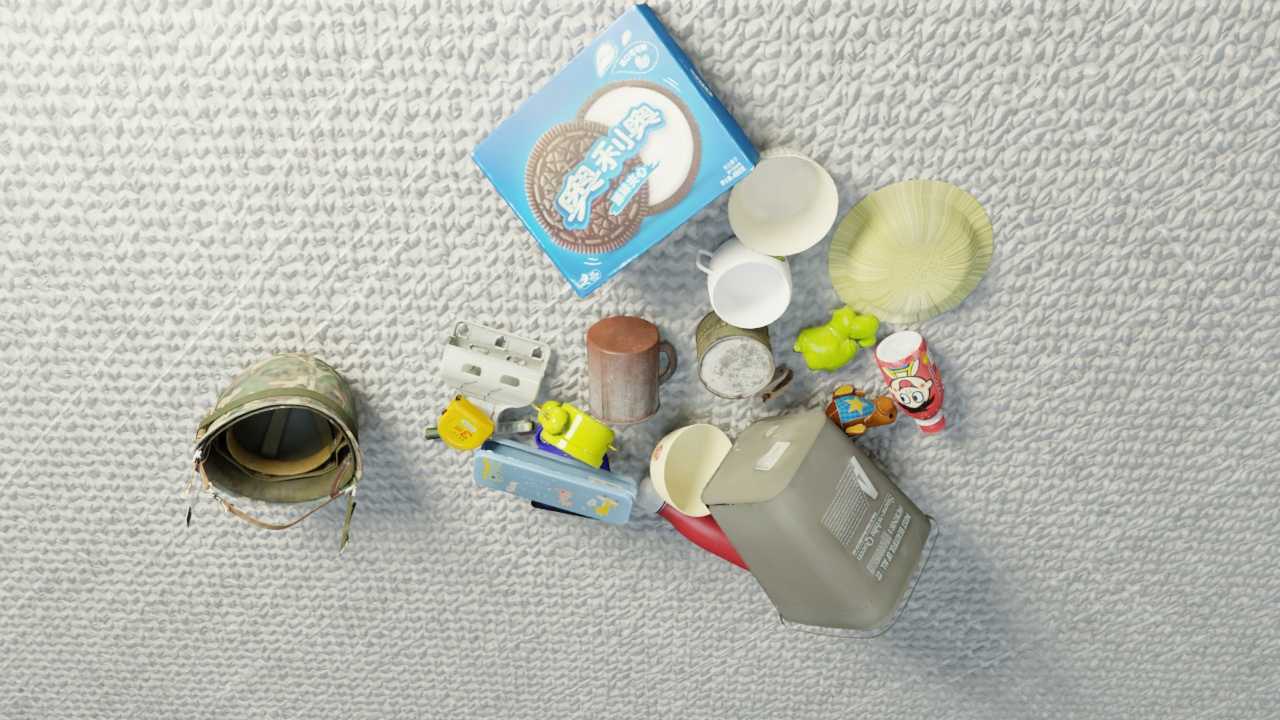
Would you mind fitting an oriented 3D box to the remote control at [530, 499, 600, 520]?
[{"bbox_3d":[-0.093,0.207,1.292,0.124,0.011,0.028,12,124,-5],"label":"remote control"}]

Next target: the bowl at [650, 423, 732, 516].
[{"bbox_3d":[0.056,0.139,1.195,0.118,0.117,0.074,47,157,-25],"label":"bowl"}]

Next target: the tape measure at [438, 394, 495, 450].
[{"bbox_3d":[-0.218,0.082,1.135,0.068,0.030,0.059,40,119,-18],"label":"tape measure"}]

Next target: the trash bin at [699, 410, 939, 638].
[{"bbox_3d":[0.215,0.196,1.151,0.220,0.196,0.198,50,147,-19],"label":"trash bin"}]

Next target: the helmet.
[{"bbox_3d":[-0.435,0.115,1.110,0.192,0.236,0.225,18,121,-28],"label":"helmet"}]

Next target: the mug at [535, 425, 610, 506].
[{"bbox_3d":[-0.096,0.129,1.205,0.084,0.079,0.111,-16,100,13],"label":"mug"}]

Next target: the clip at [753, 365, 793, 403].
[{"bbox_3d":[0.170,0.033,1.154,0.061,0.025,0.049,-15,124,14],"label":"clip"}]

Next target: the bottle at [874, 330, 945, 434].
[{"bbox_3d":[0.338,0.033,1.123,0.062,0.061,0.137,-23,119,17],"label":"bottle"}]

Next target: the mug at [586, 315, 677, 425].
[{"bbox_3d":[-0.007,0.007,1.114,0.122,0.096,0.110,-21,134,-27],"label":"mug"}]

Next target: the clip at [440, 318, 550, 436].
[{"bbox_3d":[-0.191,0.032,1.143,0.125,0.089,0.151,18,113,-7],"label":"clip"}]

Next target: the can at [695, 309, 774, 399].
[{"bbox_3d":[0.112,-0.011,1.096,0.090,0.074,0.090,0,124,0],"label":"can"}]

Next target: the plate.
[{"bbox_3d":[0.309,-0.111,1.039,0.184,0.036,0.185,1,125,2],"label":"plate"}]

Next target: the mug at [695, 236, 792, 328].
[{"bbox_3d":[0.114,-0.095,1.041,0.115,0.068,0.094,23,122,-13],"label":"mug"}]

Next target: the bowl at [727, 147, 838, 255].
[{"bbox_3d":[0.150,-0.178,0.985,0.115,0.062,0.115,1,125,2],"label":"bowl"}]

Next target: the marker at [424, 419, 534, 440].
[{"bbox_3d":[-0.214,0.092,1.216,0.146,0.017,0.017,-5,124,6],"label":"marker"}]

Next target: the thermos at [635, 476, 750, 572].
[{"bbox_3d":[0.100,0.225,1.259,0.240,0.073,0.073,28,121,-15],"label":"thermos"}]

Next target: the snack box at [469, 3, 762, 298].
[{"bbox_3d":[-0.028,-0.210,0.942,0.239,0.056,0.195,-35,98,25],"label":"snack box"}]

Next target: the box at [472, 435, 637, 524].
[{"bbox_3d":[-0.110,0.158,1.146,0.210,0.052,0.067,17,112,3],"label":"box"}]

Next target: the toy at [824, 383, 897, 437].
[{"bbox_3d":[0.278,0.078,1.175,0.090,0.070,0.103,-4,148,-10],"label":"toy"}]

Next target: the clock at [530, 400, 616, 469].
[{"bbox_3d":[-0.086,0.086,1.122,0.119,0.083,0.057,32,87,-14],"label":"clock"}]

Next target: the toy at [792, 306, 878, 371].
[{"bbox_3d":[0.236,-0.025,1.103,0.094,0.036,0.094,14,121,-11],"label":"toy"}]
